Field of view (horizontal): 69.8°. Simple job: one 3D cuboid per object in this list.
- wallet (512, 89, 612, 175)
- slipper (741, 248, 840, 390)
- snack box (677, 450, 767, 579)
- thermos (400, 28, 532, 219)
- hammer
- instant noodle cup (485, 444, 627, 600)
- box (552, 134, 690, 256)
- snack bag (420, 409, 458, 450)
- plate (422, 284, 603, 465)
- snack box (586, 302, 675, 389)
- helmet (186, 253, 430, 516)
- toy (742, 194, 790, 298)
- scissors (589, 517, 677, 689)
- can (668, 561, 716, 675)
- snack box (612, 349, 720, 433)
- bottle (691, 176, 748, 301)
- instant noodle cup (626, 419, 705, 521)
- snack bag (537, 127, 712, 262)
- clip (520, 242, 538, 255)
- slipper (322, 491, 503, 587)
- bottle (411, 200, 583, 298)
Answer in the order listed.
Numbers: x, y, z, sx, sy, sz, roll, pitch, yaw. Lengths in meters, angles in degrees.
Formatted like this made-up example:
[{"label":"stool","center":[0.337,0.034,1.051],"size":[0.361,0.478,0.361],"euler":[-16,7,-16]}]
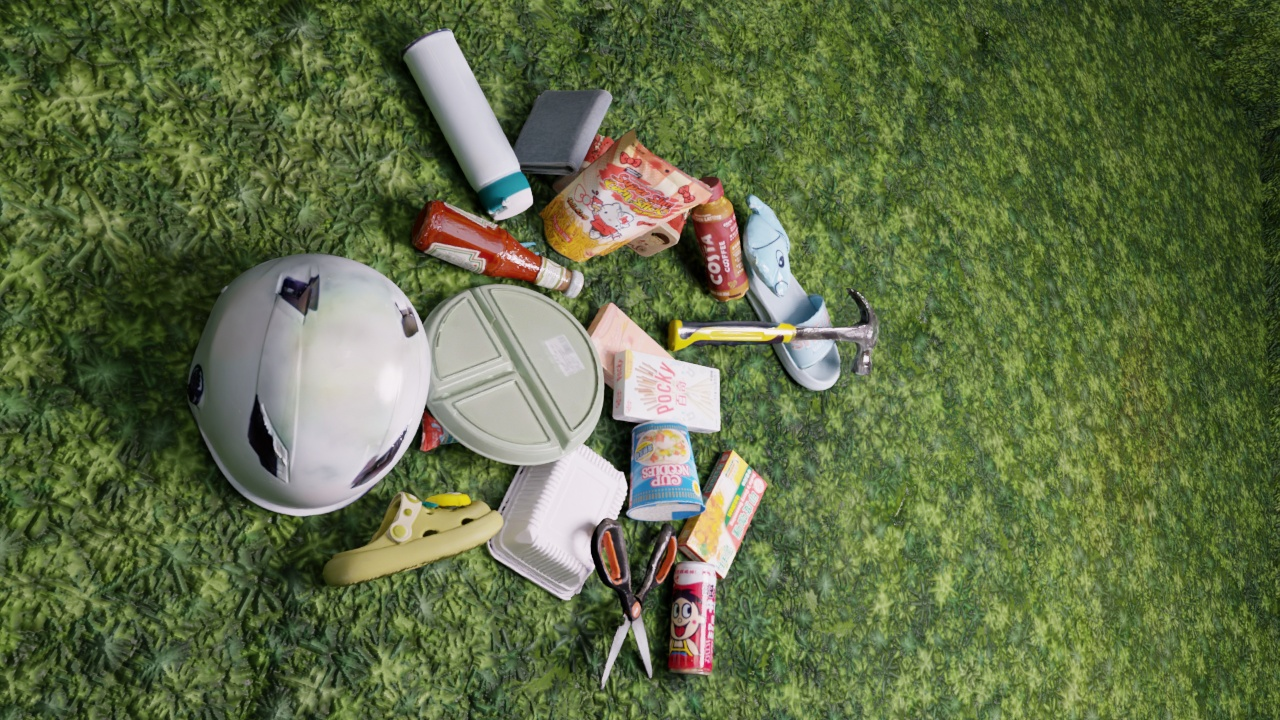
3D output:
[{"label":"wallet","center":[-0.103,-0.286,1.156],"size":[0.037,0.107,0.129],"euler":[61,43,-52]},{"label":"slipper","center":[0.232,-0.072,1.362],"size":[0.103,0.074,0.245],"euler":[-40,101,-39]},{"label":"snack box","center":[0.109,0.203,1.218],"size":[0.077,0.027,0.155],"euler":[45,55,-20]},{"label":"thermos","center":[-0.201,-0.276,1.096],"size":[0.073,0.073,0.224],"euler":[-32,98,-39]},{"label":"hammer","center":[0.192,-0.041,1.285],"size":[0.323,0.032,0.126],"euler":[0,105,-20]},{"label":"instant noodle cup","center":[-0.084,0.172,1.060],"size":[0.138,0.060,0.173],"euler":[38,56,-23]},{"label":"box","center":[-0.019,-0.220,1.201],"size":[0.168,0.092,0.077],"euler":[34,61,-26]},{"label":"snack bag","center":[-0.199,0.075,1.021],"size":[0.104,0.026,0.048],"euler":[2,88,-37]},{"label":"plate","center":[-0.142,0.009,1.046],"size":[0.230,0.028,0.229],"euler":[14,58,-23]},{"label":"snack box","center":[-0.007,0.007,1.186],"size":[0.157,0.026,0.084],"euler":[42,56,-21]},{"label":"helmet","center":[-0.299,0.013,0.884],"size":[0.228,0.146,0.258],"euler":[15,69,-33]},{"label":"toy","center":[0.179,-0.164,1.302],"size":[0.156,0.050,0.161],"euler":[-16,80,-59]},{"label":"scissors","center":[-0.008,0.271,1.072],"size":[0.229,0.022,0.221],"euler":[-62,139,-41]},{"label":"can","center":[0.065,0.318,1.134],"size":[0.053,0.053,0.132],"euler":[17,67,-33]},{"label":"snack box","center":[0.036,0.042,1.174],"size":[0.156,0.027,0.084],"euler":[12,72,-35]},{"label":"bottle","center":[0.106,-0.166,1.257],"size":[0.057,0.057,0.175],"euler":[-49,136,-36]},{"label":"instant noodle cup","center":[0.027,0.135,1.140],"size":[0.099,0.099,0.109],"euler":[11,63,-35]},{"label":"snack bag","center":[-0.027,-0.192,1.113],"size":[0.128,0.208,0.073],"euler":[33,55,-27]},{"label":"clip","center":[-0.150,-0.133,1.126],"size":[0.056,0.014,0.046],"euler":[-15,85,-38]},{"label":"slipper","center":[-0.231,0.171,0.930],"size":[0.190,0.092,0.081],"euler":[-14,83,-36]},{"label":"bottle","center":[-0.162,-0.124,1.075],"size":[0.206,0.060,0.059],"euler":[21,65,-26]}]
